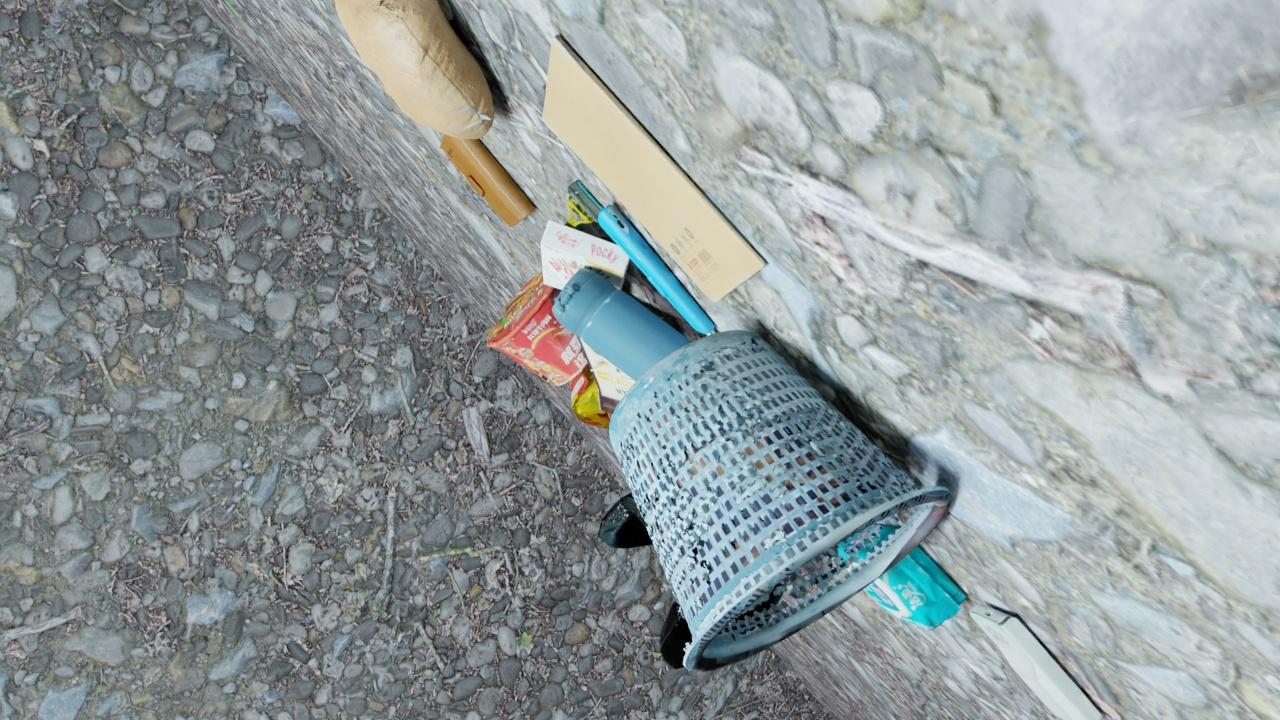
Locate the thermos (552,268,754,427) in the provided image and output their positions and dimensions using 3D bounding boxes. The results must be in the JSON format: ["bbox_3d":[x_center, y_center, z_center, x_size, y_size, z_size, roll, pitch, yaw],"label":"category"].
[{"bbox_3d":[0.015,-0.005,0.865,0.220,0.070,0.070,37,169,5],"label":"thermos"}]

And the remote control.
[{"bbox_3d":[0.329,0.255,0.766,0.125,0.024,0.049,49,170,-4],"label":"remote control"}]

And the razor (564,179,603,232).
[{"bbox_3d":[-0.060,-0.136,0.885,0.043,0.028,0.132,44,172,-4],"label":"razor"}]

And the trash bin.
[{"bbox_3d":[0.084,0.092,0.702,0.195,0.226,0.227,57,176,27],"label":"trash bin"}]

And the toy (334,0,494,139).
[{"bbox_3d":[-0.186,-0.252,0.825,0.143,0.082,0.226,48,174,25],"label":"toy"}]

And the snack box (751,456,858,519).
[{"bbox_3d":[0.137,0.108,0.845,0.094,0.077,0.093,47,170,6],"label":"snack box"}]

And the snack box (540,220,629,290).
[{"bbox_3d":[-0.057,-0.094,0.933,0.084,0.027,0.157,20,170,-1],"label":"snack box"}]

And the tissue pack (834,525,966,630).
[{"bbox_3d":[0.237,0.201,0.867,0.093,0.050,0.133,46,171,0],"label":"tissue pack"}]

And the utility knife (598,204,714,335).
[{"bbox_3d":[0.032,-0.057,0.820,0.203,0.018,0.034,48,170,-11],"label":"utility knife"}]

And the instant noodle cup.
[{"bbox_3d":[-0.118,-0.040,1.222,0.108,0.138,0.138,42,173,-21],"label":"instant noodle cup"}]

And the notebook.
[{"bbox_3d":[0.003,-0.132,0.681,0.207,0.008,0.148,47,170,-1],"label":"notebook"}]

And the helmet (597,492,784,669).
[{"bbox_3d":[0.088,0.262,1.219,0.233,0.230,0.275,58,179,42],"label":"helmet"}]

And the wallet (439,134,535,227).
[{"bbox_3d":[-0.181,-0.215,1.073,0.132,0.031,0.108,51,168,-13],"label":"wallet"}]

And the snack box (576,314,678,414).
[{"bbox_3d":[-0.006,0.006,0.979,0.113,0.053,0.126,16,141,37],"label":"snack box"}]

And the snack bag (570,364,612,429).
[{"bbox_3d":[-0.077,0.015,1.344,0.129,0.073,0.207,62,-178,-29],"label":"snack bag"}]
